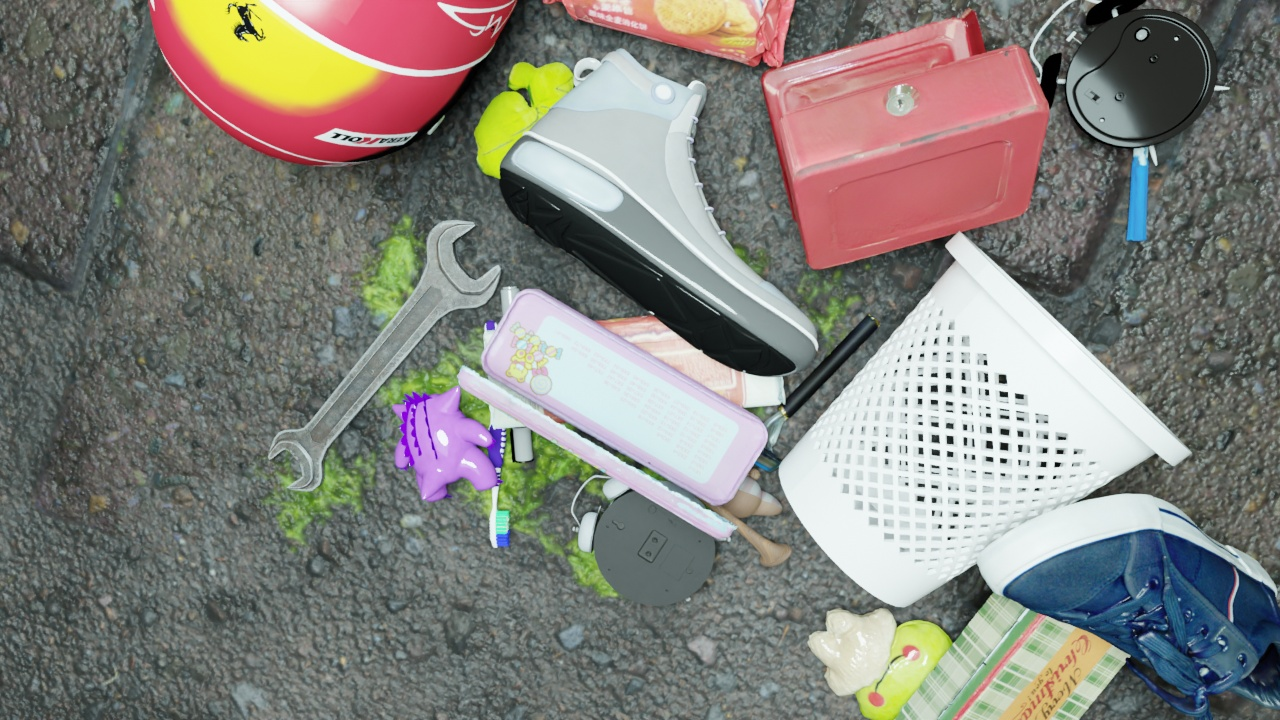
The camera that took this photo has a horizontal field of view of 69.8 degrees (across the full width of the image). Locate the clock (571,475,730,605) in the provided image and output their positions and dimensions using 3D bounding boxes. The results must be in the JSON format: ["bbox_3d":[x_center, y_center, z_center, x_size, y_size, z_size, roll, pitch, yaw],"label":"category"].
[{"bbox_3d":[0.003,0.136,0.726,0.122,0.035,0.094,33,100,2],"label":"clock"}]

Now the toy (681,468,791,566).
[{"bbox_3d":[0.077,0.108,0.709,0.102,0.042,0.054,40,62,-9],"label":"toy"}]

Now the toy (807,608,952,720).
[{"bbox_3d":[0.189,0.235,0.713,0.118,0.043,0.092,31,102,-1],"label":"toy"}]

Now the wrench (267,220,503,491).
[{"bbox_3d":[-0.211,0.000,0.744,0.070,0.010,0.273,42,101,0],"label":"wrench"}]

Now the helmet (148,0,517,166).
[{"bbox_3d":[-0.194,-0.242,0.602,0.197,0.270,0.225,39,121,-14],"label":"helmet"}]

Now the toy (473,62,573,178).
[{"bbox_3d":[-0.084,-0.175,0.692,0.093,0.036,0.094,-21,98,0],"label":"toy"}]

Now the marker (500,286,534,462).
[{"bbox_3d":[-0.098,0.011,0.729,0.016,0.016,0.140,-3,98,7],"label":"marker"}]

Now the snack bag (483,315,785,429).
[{"bbox_3d":[-0.004,0.004,0.698,0.225,0.041,0.077,-5,96,1],"label":"snack bag"}]

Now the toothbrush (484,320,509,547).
[{"bbox_3d":[-0.115,0.061,0.739,0.016,0.015,0.187,0,98,2],"label":"toothbrush"}]

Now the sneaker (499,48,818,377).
[{"bbox_3d":[0.039,-0.111,0.650,0.256,0.093,0.160,33,73,3],"label":"sneaker"}]

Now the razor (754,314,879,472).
[{"bbox_3d":[0.130,0.022,0.704,0.144,0.042,0.022,-51,46,6],"label":"razor"}]

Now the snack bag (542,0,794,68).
[{"bbox_3d":[0.025,-0.266,0.648,0.176,0.082,0.082,16,99,3],"label":"snack bag"}]

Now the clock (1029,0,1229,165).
[{"bbox_3d":[0.328,-0.198,0.628,0.121,0.042,0.091,41,109,10],"label":"clock"}]

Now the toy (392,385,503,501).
[{"bbox_3d":[-0.160,0.066,0.723,0.106,0.055,0.088,-16,86,29],"label":"toy"}]

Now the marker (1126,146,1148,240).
[{"bbox_3d":[0.357,-0.157,0.655,0.013,0.013,0.142,-1,98,7],"label":"marker"}]

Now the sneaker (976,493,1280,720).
[{"bbox_3d":[0.332,0.177,0.584,0.294,0.127,0.121,22,130,-29],"label":"sneaker"}]

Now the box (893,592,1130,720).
[{"bbox_3d":[0.263,0.261,0.684,0.117,0.050,0.206,29,100,-29],"label":"box"}]

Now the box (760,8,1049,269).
[{"bbox_3d":[0.171,-0.144,0.605,0.157,0.165,0.152,-16,101,8],"label":"box"}]

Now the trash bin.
[{"bbox_3d":[0.212,0.053,0.624,0.195,0.195,0.200,43,110,-1],"label":"trash bin"}]

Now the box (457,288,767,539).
[{"bbox_3d":[-0.017,0.037,0.635,0.214,0.093,0.089,31,97,-2],"label":"box"}]
